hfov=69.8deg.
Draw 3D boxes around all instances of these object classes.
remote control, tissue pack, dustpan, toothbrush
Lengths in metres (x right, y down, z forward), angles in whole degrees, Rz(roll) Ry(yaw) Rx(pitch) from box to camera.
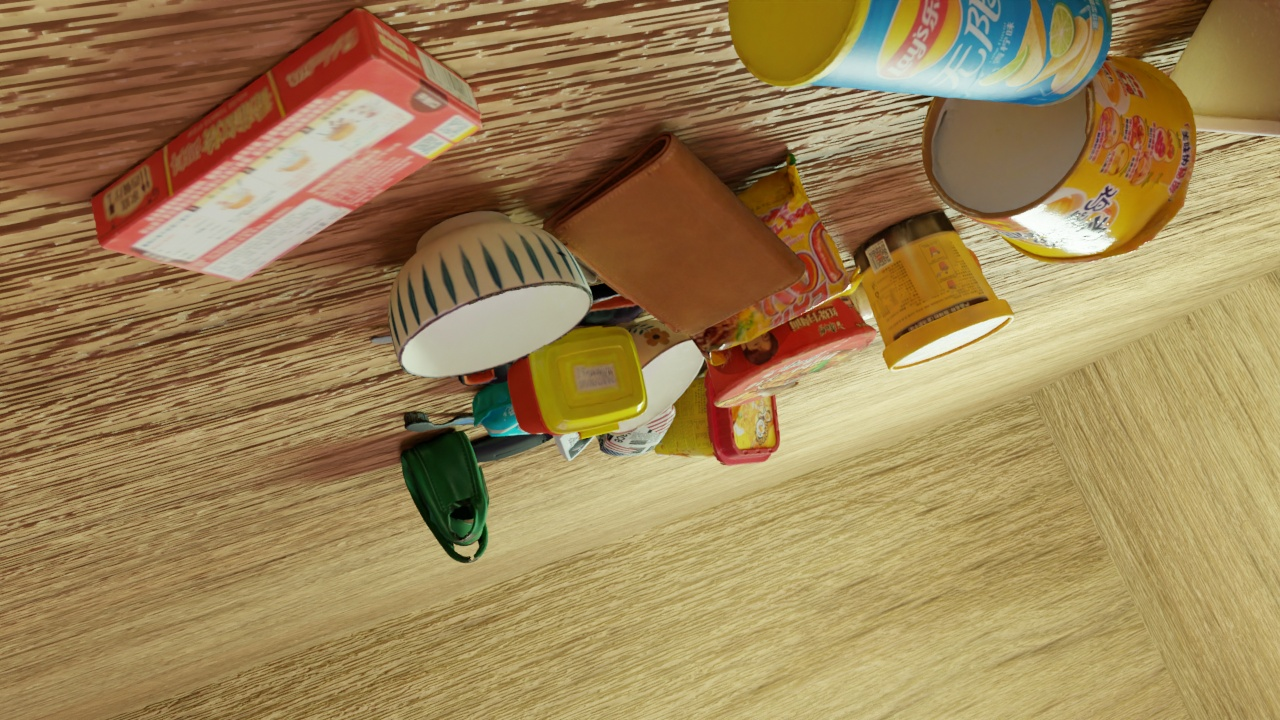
[{"bbox_3d":[-0.139,0.091,1.026,0.136,0.024,0.053,-19,164,-7],"label":"remote control"},{"bbox_3d":[-0.081,0.033,0.848,0.093,0.050,0.133,-30,162,34],"label":"tissue pack"},{"bbox_3d":[0.470,-0.169,0.596,0.222,0.273,0.139,-14,139,-16],"label":"dustpan"},{"bbox_3d":[-0.166,0.057,0.900,0.014,0.016,0.189,-38,163,22],"label":"toothbrush"},{"bbox_3d":[-0.071,0.078,1.038,0.058,0.021,0.150,-46,169,-11],"label":"remote control"}]

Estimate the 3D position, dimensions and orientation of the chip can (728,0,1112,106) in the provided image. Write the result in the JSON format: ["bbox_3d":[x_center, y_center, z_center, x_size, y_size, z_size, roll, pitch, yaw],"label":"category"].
[{"bbox_3d":[0.139,-0.158,0.430,0.209,0.071,0.071,-9,161,-39],"label":"chip can"}]

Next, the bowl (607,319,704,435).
[{"bbox_3d":[-0.005,0.005,0.802,0.113,0.062,0.114,-35,157,-17],"label":"bowl"}]

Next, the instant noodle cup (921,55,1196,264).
[{"bbox_3d":[0.252,-0.134,0.571,0.109,0.138,0.138,4,152,-41],"label":"instant noodle cup"}]

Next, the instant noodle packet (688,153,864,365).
[{"bbox_3d":[0.076,-0.064,0.627,0.129,0.111,0.044,-27,-160,17],"label":"instant noodle packet"}]

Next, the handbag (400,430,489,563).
[{"bbox_3d":[-0.196,0.142,0.942,0.068,0.120,0.132,-18,158,-20],"label":"handbag"}]

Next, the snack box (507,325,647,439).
[{"bbox_3d":[-0.052,0.021,0.711,0.091,0.082,0.080,-11,174,-32],"label":"snack box"}]

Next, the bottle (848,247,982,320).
[{"bbox_3d":[0.272,-0.073,0.948,0.149,0.066,0.067,-15,166,3],"label":"bottle"}]

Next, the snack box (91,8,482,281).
[{"bbox_3d":[-0.149,-0.084,0.390,0.153,0.025,0.075,-26,163,19],"label":"snack box"}]

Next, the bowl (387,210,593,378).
[{"bbox_3d":[-0.092,-0.043,0.532,0.116,0.066,0.116,-21,165,-6],"label":"bowl"}]

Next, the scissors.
[{"bbox_3d":[-0.090,-0.024,0.690,0.220,0.021,0.234,-16,165,-19],"label":"scissors"}]

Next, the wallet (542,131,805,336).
[{"bbox_3d":[0.021,-0.069,0.561,0.108,0.031,0.131,-29,131,33],"label":"wallet"}]

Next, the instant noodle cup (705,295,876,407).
[{"bbox_3d":[0.101,-0.038,0.728,0.138,0.108,0.138,-21,167,-5],"label":"instant noodle cup"}]

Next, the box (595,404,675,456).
[{"bbox_3d":[-0.007,0.075,1.019,0.075,0.082,0.164,-26,166,-24],"label":"box"}]

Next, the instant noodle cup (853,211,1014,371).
[{"bbox_3d":[0.262,-0.064,0.845,0.118,0.114,0.118,-20,166,-5],"label":"instant noodle cup"}]

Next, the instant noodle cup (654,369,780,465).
[{"bbox_3d":[0.083,0.068,1.079,0.124,0.116,0.116,-12,171,41],"label":"instant noodle cup"}]
